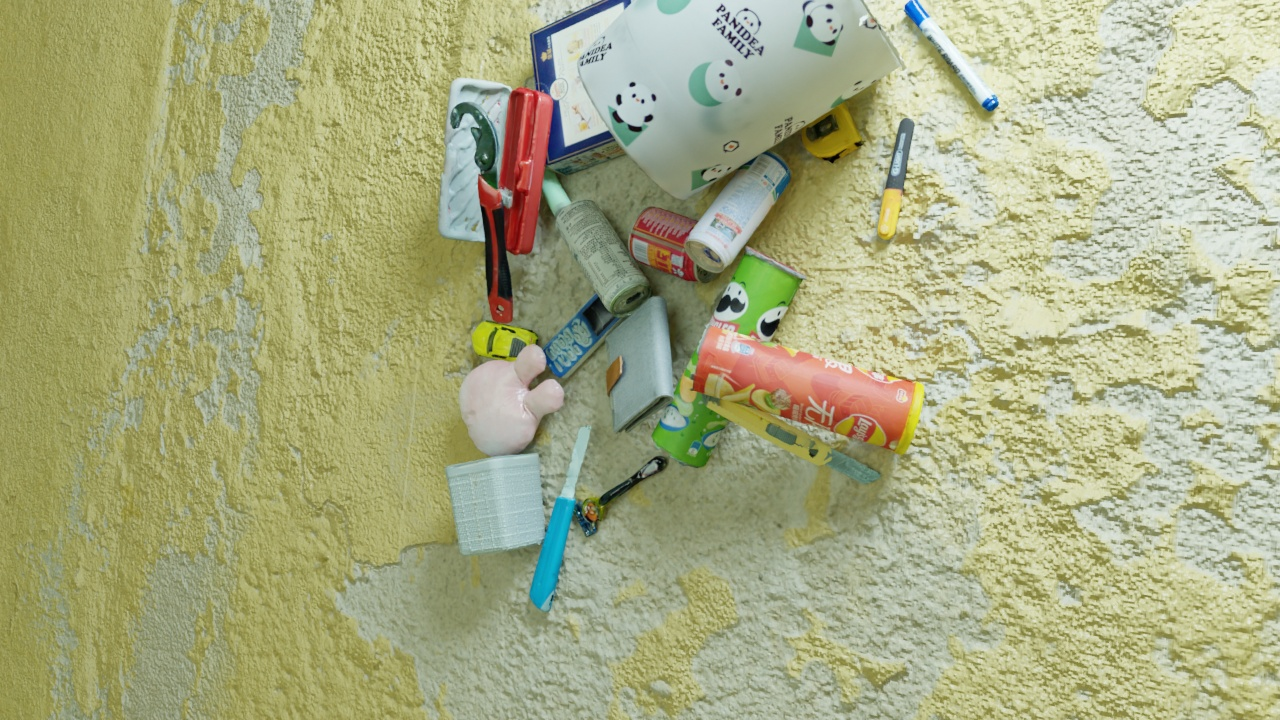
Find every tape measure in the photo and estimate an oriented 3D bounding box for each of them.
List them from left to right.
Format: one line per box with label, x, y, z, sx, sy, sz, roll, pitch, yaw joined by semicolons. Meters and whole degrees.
tape measure;0.197;-0.239;0.959;0.057;0.028;0.060;-28;71;27

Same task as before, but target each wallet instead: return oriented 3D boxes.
wallet;-0.006;0.006;1.024;0.107;0.037;0.129;-38;45;42

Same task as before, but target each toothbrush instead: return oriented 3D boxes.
toothbrush;-0.141;-0.269;1.173;0.224;0.026;0.027;61;154;22

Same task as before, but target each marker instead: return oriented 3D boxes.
marker;0.257;-0.184;0.924;0.018;0.015;0.124;11;89;28
marker;0.306;-0.302;0.905;0.017;0.016;0.145;-38;67;23

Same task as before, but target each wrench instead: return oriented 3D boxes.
wrench;-0.185;-0.175;1.117;0.056;0.016;0.274;1;111;21

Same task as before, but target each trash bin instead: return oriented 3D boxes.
trash bin;0.091;-0.304;0.905;0.252;0.229;0.229;-34;68;21

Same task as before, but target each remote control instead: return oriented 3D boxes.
remote control;-0.065;-0.034;1.104;0.125;0.024;0.049;-45;65;16

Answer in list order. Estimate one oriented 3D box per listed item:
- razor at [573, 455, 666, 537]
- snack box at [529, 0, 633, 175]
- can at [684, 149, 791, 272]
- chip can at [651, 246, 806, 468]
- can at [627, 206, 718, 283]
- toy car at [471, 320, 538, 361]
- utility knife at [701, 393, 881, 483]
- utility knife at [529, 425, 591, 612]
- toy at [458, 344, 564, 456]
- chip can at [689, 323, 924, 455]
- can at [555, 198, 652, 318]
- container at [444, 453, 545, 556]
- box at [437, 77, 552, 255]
razor;-0.025;0.153;1.063;0.143;0.022;0.042;-38;68;23
snack box;-0.043;-0.338;1.107;0.183;0.045;0.178;-12;80;30
can;0.102;-0.157;0.961;0.053;0.053;0.134;25;68;31
chip can;0.091;-0.001;0.977;0.072;0.072;0.236;33;103;30
can;0.042;-0.128;1.022;0.094;0.066;0.066;24;98;31
toy car;-0.177;-0.023;1.168;0.105;0.032;0.048;13;92;34
utility knife;0.149;0.075;0.932;0.201;0.021;0.031;26;112;3
utility knife;-0.093;0.187;1.095;0.034;0.018;0.234;22;101;37
toy;-0.160;0.050;1.134;0.160;0.054;0.121;-30;81;31
chip can;0.159;0.026;0.891;0.217;0.073;0.073;17;94;12
can;-0.044;-0.121;1.074;0.058;0.058;0.146;-44;61;21
container;-0.174;0.176;1.115;0.090;0.090;0.111;-13;82;31
box;-0.184;-0.236;1.128;0.110;0.100;0.202;34;120;51
